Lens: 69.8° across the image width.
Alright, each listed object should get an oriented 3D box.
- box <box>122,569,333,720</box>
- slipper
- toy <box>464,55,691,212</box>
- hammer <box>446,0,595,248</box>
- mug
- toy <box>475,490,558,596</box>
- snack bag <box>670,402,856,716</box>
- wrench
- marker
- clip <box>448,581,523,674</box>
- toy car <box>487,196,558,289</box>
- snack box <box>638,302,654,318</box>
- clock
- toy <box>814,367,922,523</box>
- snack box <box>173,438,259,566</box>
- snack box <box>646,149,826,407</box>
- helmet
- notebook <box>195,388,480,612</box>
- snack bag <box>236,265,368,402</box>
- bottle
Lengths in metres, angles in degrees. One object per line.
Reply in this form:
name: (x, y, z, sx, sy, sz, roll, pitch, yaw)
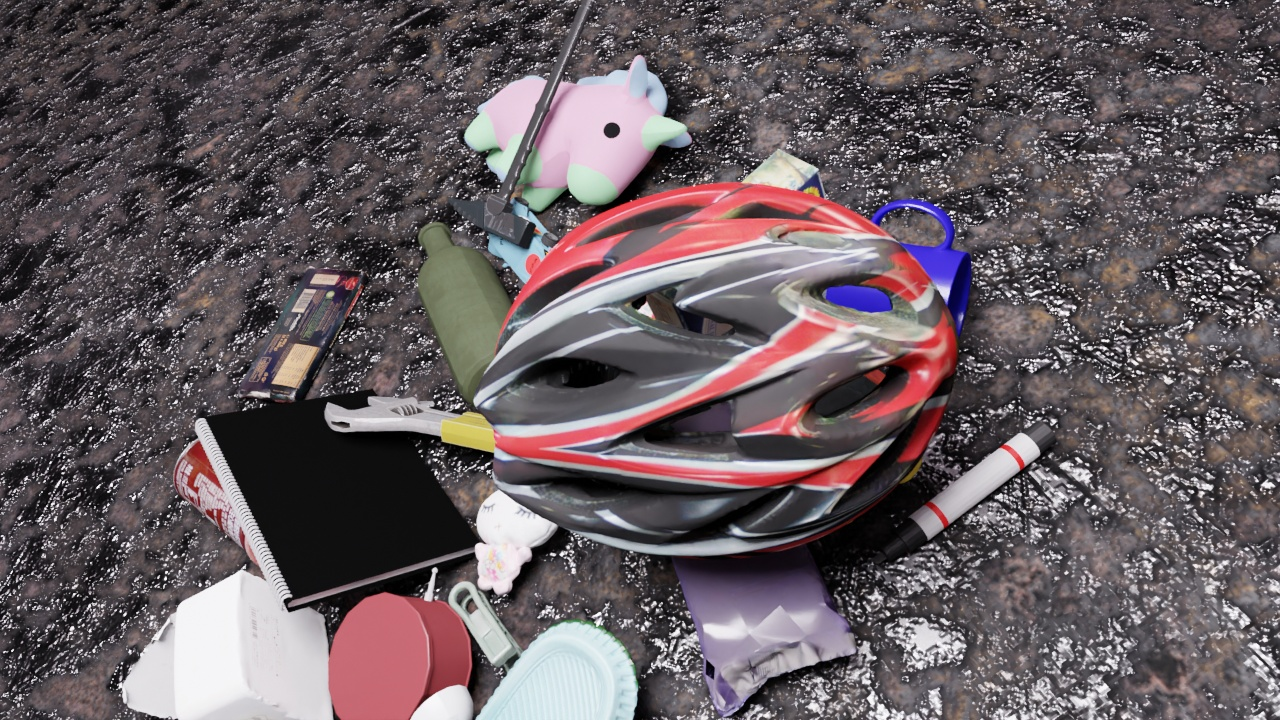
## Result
box: (-0.303, 0.227, 0.648, 0.130, 0.110, 0.103, -25, 51, 1)
slipper: (-0.093, 0.280, 0.536, 0.116, 0.069, 0.275, 20, 76, 35)
toy: (-0.067, -0.226, 0.876, 0.171, 0.120, 0.222, -43, 53, 1)
hammer: (-0.075, -0.264, 0.811, 0.095, 0.015, 0.325, 27, 96, 27)
mug: (0.187, -0.060, 0.659, 0.084, 0.111, 0.079, 13, 24, 28)
toy: (-0.089, 0.114, 0.686, 0.076, 0.037, 0.125, 5, 51, 33)
snack bag: (0.060, 0.119, 0.614, 0.096, 0.058, 0.205, -24, 51, 3)
wrench: (-0.132, 0.056, 0.717, 0.274, 0.018, 0.083, 9, 16, 28)
marker: (0.210, 0.089, 0.602, 0.145, 0.019, 0.019, -35, 52, -5)
clip: (-0.110, 0.188, 0.651, 0.023, 0.047, 0.076, -40, 49, -11)
toy car: (-0.112, -0.106, 0.837, 0.107, 0.027, 0.060, 50, 119, 37)
snack box: (-0.004, 0.004, 0.741, 0.133, 0.021, 0.089, -39, 53, -8)
clock: (-0.161, 0.218, 0.624, 0.096, 0.048, 0.137, -31, 60, 19)
toy: (0.133, 0.035, 0.626, 0.098, 0.099, 0.119, -49, 9, 38)
snack box: (-0.322, 0.113, 0.757, 0.121, 0.072, 0.072, 24, 68, 33)
snack box: (0.082, -0.052, 0.670, 0.145, 0.144, 0.042, -43, 49, -11)
helmet: (0.039, 0.013, 0.520, 0.272, 0.217, 0.166, -9, 16, 17)
notebook: (-0.239, 0.097, 0.714, 0.148, 0.016, 0.206, -10, 40, -38)
snack bag: (-0.326, -0.027, 0.888, 0.075, 0.018, 0.154, 6, 60, 25)
bottle: (-0.152, -0.050, 0.804, 0.071, 0.071, 0.206, -31, 52, -2)
